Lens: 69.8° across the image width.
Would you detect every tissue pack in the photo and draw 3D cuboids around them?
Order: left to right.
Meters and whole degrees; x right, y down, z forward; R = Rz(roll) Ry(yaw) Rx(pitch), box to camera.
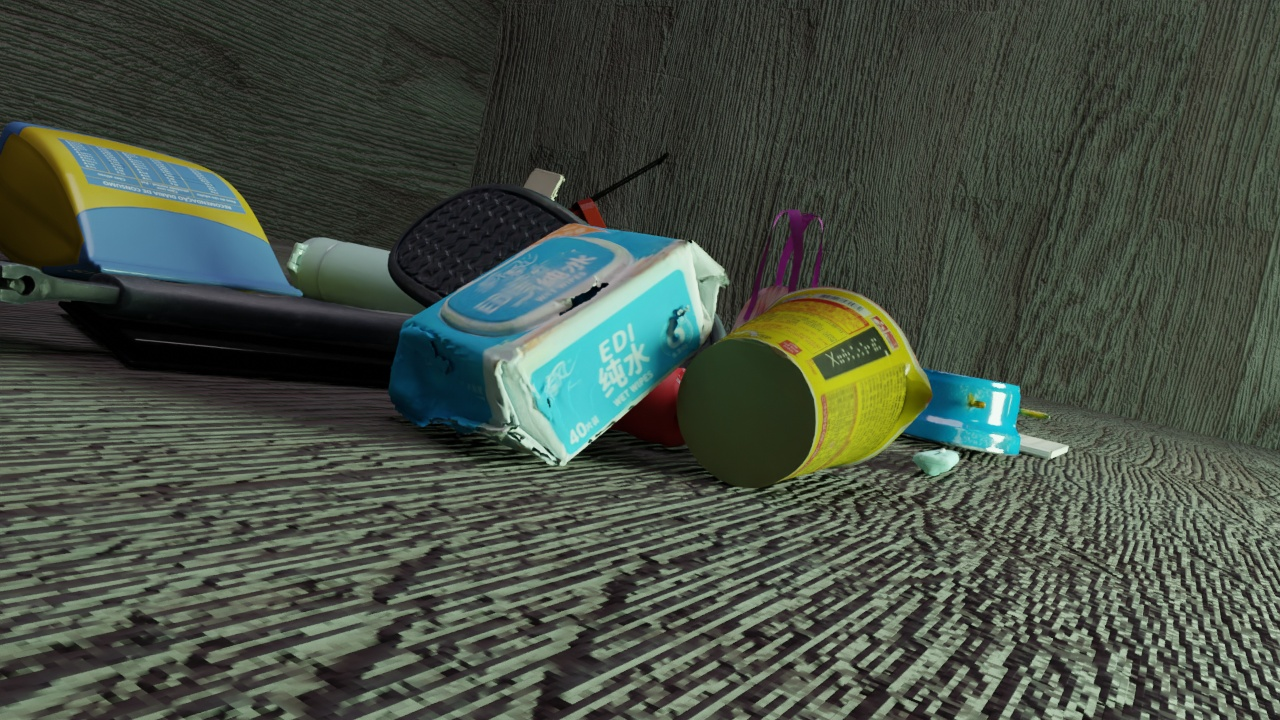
[{"bbox_3d":[-0.038,-0.013,0.413,0.093,0.062,0.144,16,44,42],"label":"tissue pack"}]

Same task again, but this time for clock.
[{"bbox_3d":[0.244,0.037,0.770,0.116,0.060,0.162,8,5,-37],"label":"clock"}]

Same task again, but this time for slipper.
[{"bbox_3d":[-0.052,-0.034,0.618,0.268,0.110,0.083,29,-17,28],"label":"slipper"}]

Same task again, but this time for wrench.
[{"bbox_3d":[-0.217,-0.027,0.447,0.272,0.022,0.073,7,3,-39],"label":"wrench"}]

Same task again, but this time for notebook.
[{"bbox_3d":[-0.194,-0.011,0.540,0.231,0.019,0.169,7,7,-43],"label":"notebook"},{"bbox_3d":[0.311,0.065,0.925,0.210,0.009,0.142,14,5,30],"label":"notebook"}]

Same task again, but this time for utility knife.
[{"bbox_3d":[0.205,0.067,0.623,0.022,0.015,0.158,12,1,24],"label":"utility knife"}]

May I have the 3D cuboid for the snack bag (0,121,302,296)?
[{"bbox_3d":[-0.384,-0.098,0.713,0.205,0.102,0.158,30,14,32],"label":"snack bag"}]

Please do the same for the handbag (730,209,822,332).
[{"bbox_3d":[0.123,-0.046,0.800,0.068,0.170,0.144,10,5,-19],"label":"handbag"}]

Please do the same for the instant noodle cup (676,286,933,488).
[{"bbox_3d":[0.071,0.017,0.452,0.100,0.100,0.112,14,15,29],"label":"instant noodle cup"}]

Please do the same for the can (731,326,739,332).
[{"bbox_3d":[0.106,0.012,0.695,0.076,0.067,0.067,9,5,-16],"label":"can"}]

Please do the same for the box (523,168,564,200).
[{"bbox_3d":[-0.100,-0.108,1.036,0.101,0.186,0.145,29,-1,-43],"label":"box"}]

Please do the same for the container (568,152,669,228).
[{"bbox_3d":[-0.039,-0.098,0.885,0.200,0.127,0.148,-26,5,-5],"label":"container"}]

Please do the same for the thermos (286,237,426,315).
[{"bbox_3d":[-0.241,-0.071,0.873,0.207,0.065,0.078,13,-9,22],"label":"thermos"}]

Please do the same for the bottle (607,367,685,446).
[{"bbox_3d":[-0.037,0.013,0.489,0.141,0.042,0.042,12,5,10],"label":"bottle"}]
